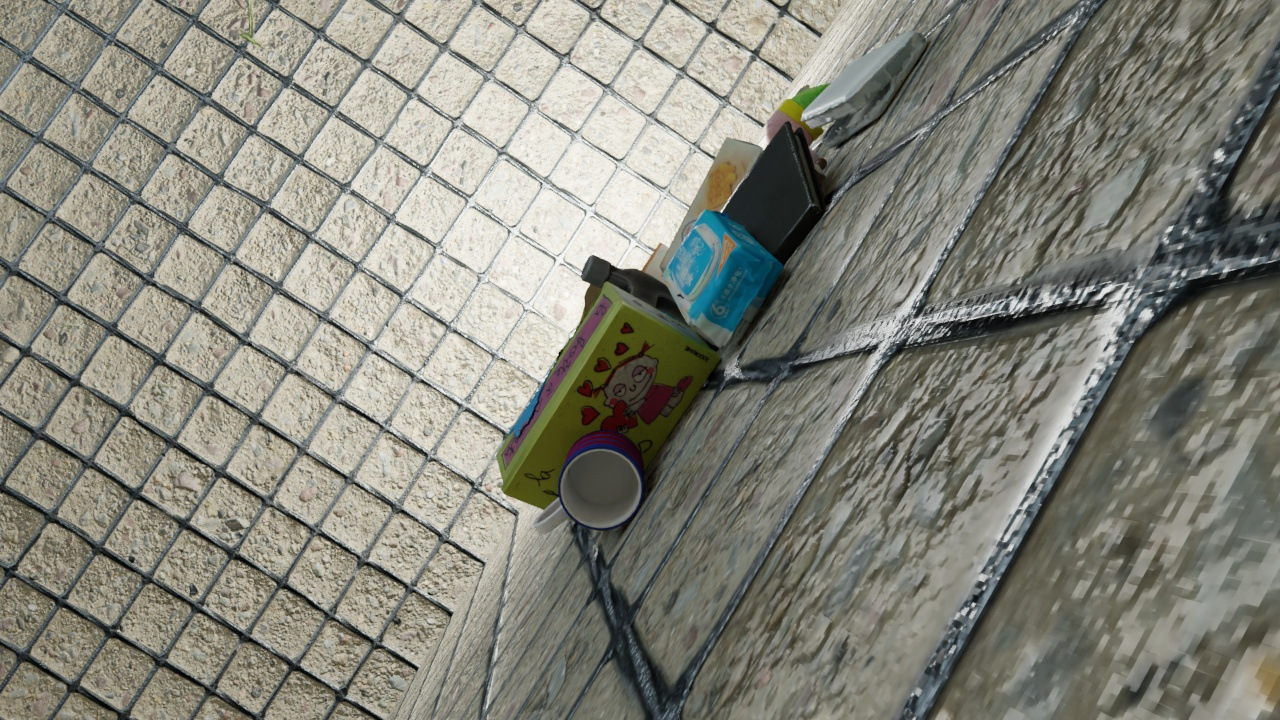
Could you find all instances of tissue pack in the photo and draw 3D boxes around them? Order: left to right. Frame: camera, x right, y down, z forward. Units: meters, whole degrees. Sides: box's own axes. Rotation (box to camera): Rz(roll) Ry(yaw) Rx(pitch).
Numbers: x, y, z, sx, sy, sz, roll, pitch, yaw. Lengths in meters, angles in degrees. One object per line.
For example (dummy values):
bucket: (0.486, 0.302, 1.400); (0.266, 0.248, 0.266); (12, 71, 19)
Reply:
tissue pack: (0.071, -0.080, 0.856); (0.093, 0.061, 0.144); (-61, 23, 18)

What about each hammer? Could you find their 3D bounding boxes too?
hammer: (-0.007, 0.006, 1.088); (0.034, 0.169, 0.323); (-54, 19, 41)

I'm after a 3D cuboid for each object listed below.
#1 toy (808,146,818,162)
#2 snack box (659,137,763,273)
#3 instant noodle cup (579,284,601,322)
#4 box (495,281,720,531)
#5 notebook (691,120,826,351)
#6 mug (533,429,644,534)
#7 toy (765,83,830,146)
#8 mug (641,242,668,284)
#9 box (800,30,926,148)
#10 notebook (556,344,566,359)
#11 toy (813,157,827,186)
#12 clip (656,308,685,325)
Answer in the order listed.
toy: (0.171, -0.207, 1.028); (0.109, 0.047, 0.064); (-69, 3, -58)
snack box: (0.103, -0.183, 1.231); (0.207, 0.057, 0.104); (-63, -21, -10)
instant noodle cup: (-0.044, -0.083, 1.402); (0.100, 0.100, 0.112); (-58, -8, -7)
box: (-0.037, 0.049, 0.899); (0.221, 0.124, 0.079); (-56, 26, 10)
notebook: (0.107, -0.120, 0.926); (0.210, 0.029, 0.169); (-51, 27, 34)
mug: (-0.049, 0.117, 0.830); (0.112, 0.075, 0.076); (-37, 5, 4)
toy: (0.221, -0.319, 1.232); (0.124, 0.097, 0.131); (-48, -26, -73)
mug: (0.051, -0.116, 1.383); (0.082, 0.105, 0.082); (-57, 3, 5)
box: (0.222, -0.278, 0.938); (0.118, 0.063, 0.213); (-55, 3, 6)
notebook: (-0.041, -0.025, 1.367); (0.169, 0.019, 0.231); (-46, -18, -7)
toy: (0.155, -0.169, 0.957); (0.102, 0.041, 0.054); (-50, -7, 23)
clip: (0.056, -0.061, 1.280); (0.118, 0.120, 0.033); (-15, -27, -41)
